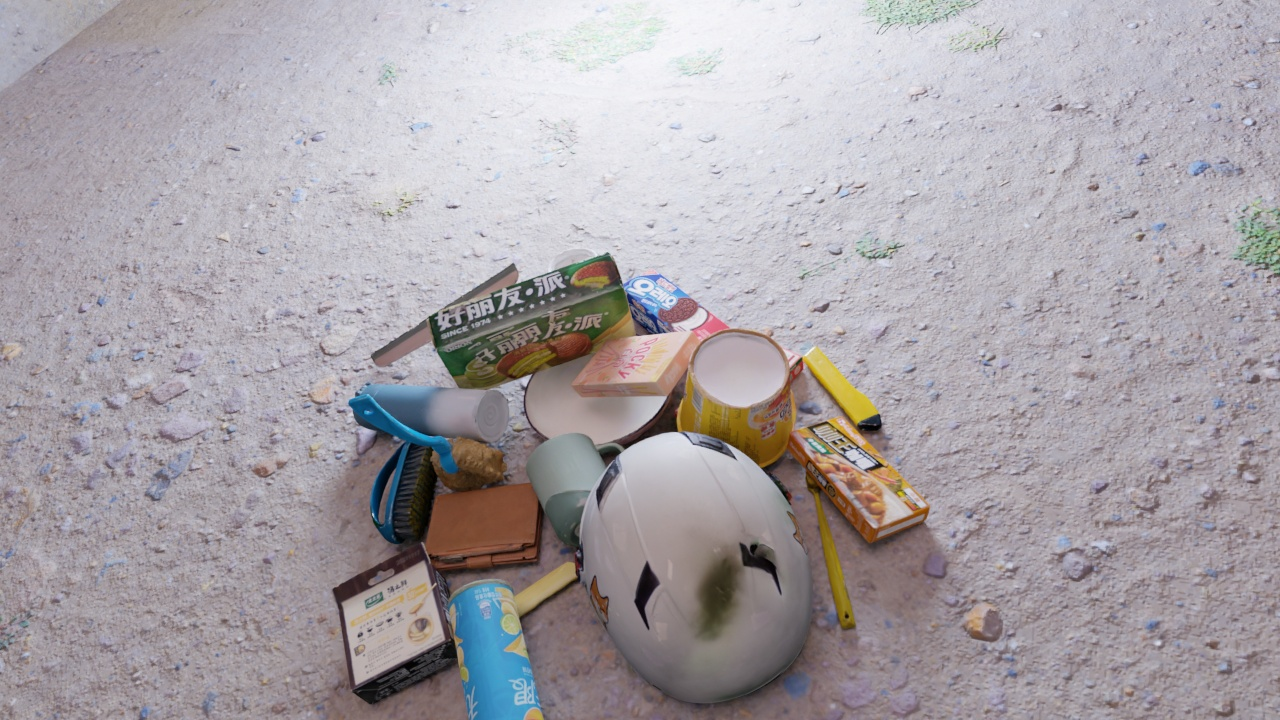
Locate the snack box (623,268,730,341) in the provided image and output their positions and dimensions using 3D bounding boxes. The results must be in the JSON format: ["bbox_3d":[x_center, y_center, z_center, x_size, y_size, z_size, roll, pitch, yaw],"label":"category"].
[{"bbox_3d":[0.046,-0.050,1.181,0.058,0.057,0.207,-31,37,-13],"label":"snack box"}]

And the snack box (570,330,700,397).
[{"bbox_3d":[-0.006,0.006,1.081,0.158,0.026,0.084,-5,40,49],"label":"snack box"}]

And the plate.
[{"bbox_3d":[-0.050,0.044,1.150,0.192,0.039,0.192,-9,45,9],"label":"plate"}]

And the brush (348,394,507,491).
[{"bbox_3d":[-0.234,0.093,1.019,0.083,0.254,0.045,-16,61,17],"label":"brush"}]

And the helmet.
[{"bbox_3d":[0.049,0.179,0.869,0.230,0.157,0.273,-19,68,-4],"label":"helmet"}]

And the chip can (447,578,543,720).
[{"bbox_3d":[-0.135,0.317,0.880,0.071,0.071,0.210,-20,49,-3],"label":"chip can"}]

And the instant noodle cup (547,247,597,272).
[{"bbox_3d":[-0.078,-0.089,1.235,0.099,0.110,0.099,-8,46,9],"label":"instant noodle cup"}]

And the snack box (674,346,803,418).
[{"bbox_3d":[0.121,0.036,1.115,0.077,0.027,0.155,29,60,36],"label":"snack box"}]

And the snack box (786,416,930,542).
[{"bbox_3d":[0.231,0.124,0.985,0.075,0.026,0.153,-15,43,-23],"label":"snack box"}]

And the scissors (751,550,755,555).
[{"bbox_3d":[0.078,0.172,1.004,0.170,0.019,0.181,-30,47,-15],"label":"scissors"}]

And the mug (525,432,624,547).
[{"bbox_3d":[-0.059,0.140,1.025,0.111,0.082,0.106,-27,51,-8],"label":"mug"}]

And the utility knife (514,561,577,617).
[{"bbox_3d":[-0.104,0.247,0.985,0.212,0.022,0.031,-36,48,-8],"label":"utility knife"}]

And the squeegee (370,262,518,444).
[{"bbox_3d":[-0.232,0.024,1.224,0.248,0.040,0.249,-31,51,7],"label":"squeegee"}]

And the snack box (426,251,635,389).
[{"bbox_3d":[-0.131,-0.043,1.140,0.240,0.114,0.063,-19,58,-3],"label":"snack box"}]

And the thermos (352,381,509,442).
[{"bbox_3d":[-0.269,0.064,1.154,0.221,0.070,0.070,1,47,31],"label":"thermos"}]

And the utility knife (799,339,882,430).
[{"bbox_3d":[0.236,0.028,1.097,0.033,0.015,0.170,-20,43,-11],"label":"utility knife"}]

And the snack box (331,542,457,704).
[{"bbox_3d":[-0.257,0.277,0.972,0.113,0.053,0.125,-27,45,-2],"label":"snack box"}]

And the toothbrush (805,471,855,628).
[{"bbox_3d":[0.195,0.189,0.953,0.016,0.017,0.189,-10,45,5],"label":"toothbrush"}]

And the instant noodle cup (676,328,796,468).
[{"bbox_3d":[0.108,0.038,1.021,0.138,0.110,0.137,-2,53,2],"label":"instant noodle cup"}]

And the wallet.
[{"bbox_3d":[-0.178,0.190,1.053,0.132,0.031,0.107,-9,42,8],"label":"wallet"}]

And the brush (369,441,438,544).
[{"bbox_3d":[-0.285,0.156,1.101,0.073,0.055,0.143,-7,46,9],"label":"brush"}]
